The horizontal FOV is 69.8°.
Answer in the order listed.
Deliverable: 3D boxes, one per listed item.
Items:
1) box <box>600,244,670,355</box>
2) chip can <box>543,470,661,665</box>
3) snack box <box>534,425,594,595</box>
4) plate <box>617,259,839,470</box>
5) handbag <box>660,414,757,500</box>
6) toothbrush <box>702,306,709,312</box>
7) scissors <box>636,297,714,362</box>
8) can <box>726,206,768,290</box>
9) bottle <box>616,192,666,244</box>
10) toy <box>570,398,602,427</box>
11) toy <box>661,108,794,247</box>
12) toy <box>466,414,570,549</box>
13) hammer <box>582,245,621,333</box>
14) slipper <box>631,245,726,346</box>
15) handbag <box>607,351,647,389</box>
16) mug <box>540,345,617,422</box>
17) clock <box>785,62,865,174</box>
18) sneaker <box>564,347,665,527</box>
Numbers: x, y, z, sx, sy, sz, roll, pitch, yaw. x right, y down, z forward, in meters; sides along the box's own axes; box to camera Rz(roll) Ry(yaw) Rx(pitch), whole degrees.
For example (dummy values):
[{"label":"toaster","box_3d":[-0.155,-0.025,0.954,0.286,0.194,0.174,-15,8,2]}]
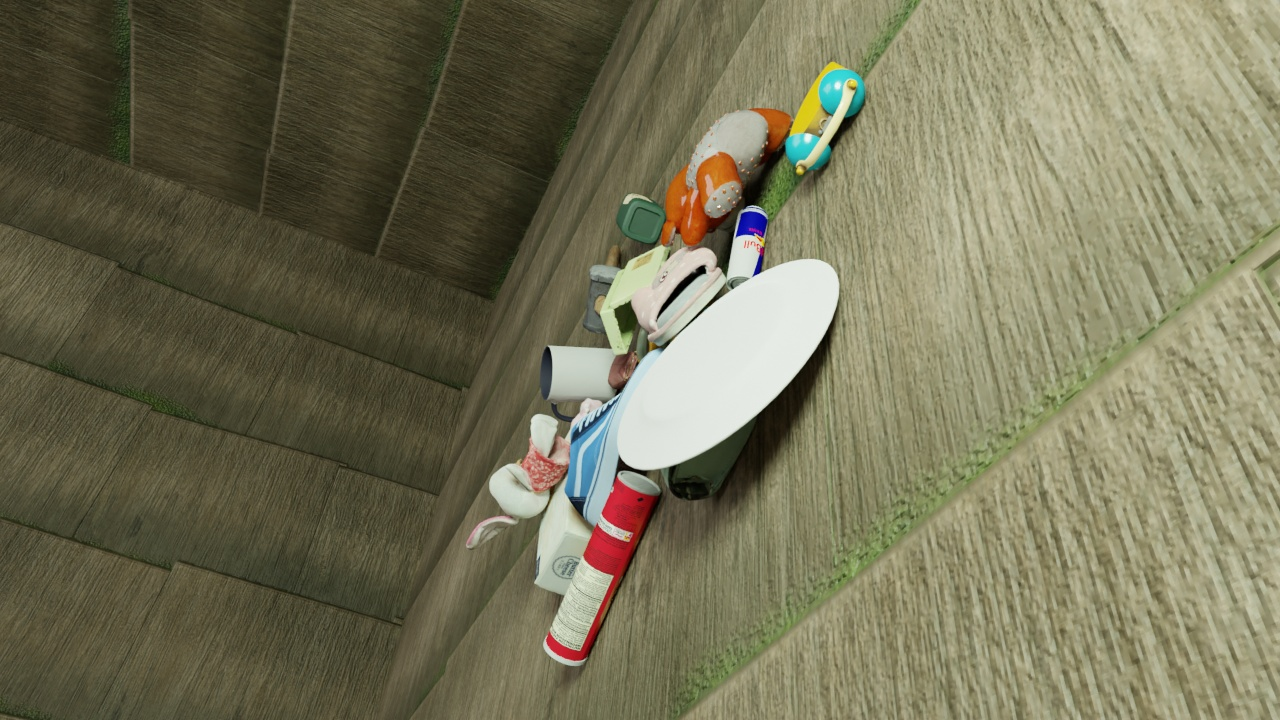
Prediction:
[{"label":"box","box_3d":[-0.013,-0.092,1.254,0.128,0.066,0.187,-60,6,25]},{"label":"chip can","box_3d":[-0.042,0.226,0.998,0.051,0.051,0.215,-121,53,-72]},{"label":"snack box","box_3d":[-0.088,0.193,1.201,0.207,0.057,0.104,-92,27,-56]},{"label":"plate","box_3d":[0.066,-0.005,0.790,0.243,0.016,0.242,-39,20,17]},{"label":"handbag","box_3d":[0.050,0.059,0.859,0.121,0.067,0.106,-114,45,-70]},{"label":"toothbrush","box_3d":[0.056,0.011,1.002,0.022,0.016,0.154,-18,53,61]},{"label":"scissors","box_3d":[0.025,0.000,1.111,0.226,0.016,0.229,-62,20,20]},{"label":"can","box_3d":[0.110,-0.114,0.941,0.032,0.032,0.095,133,153,-57]},{"label":"bottle","box_3d":[-0.003,-0.230,1.459,0.131,0.061,0.061,-113,43,-70]},{"label":"toy","box_3d":[-0.079,0.106,1.304,0.063,0.047,0.110,-33,-27,-58]},{"label":"toy","box_3d":[0.086,-0.191,1.004,0.163,0.093,0.173,-55,6,-27]},{"label":"toy","box_3d":[-0.151,0.158,1.200,0.158,0.084,0.195,-39,-19,-57]},{"label":"hammer","box_3d":[-0.051,-0.139,1.498,0.327,0.052,0.098,-84,2,-68]},{"label":"slipper","box_3d":[0.037,-0.080,1.022,0.114,0.054,0.274,-46,8,6]},{"label":"handbag","box_3d":[-0.007,0.007,1.233,0.120,0.029,0.055,-17,52,66]},{"label":"mug","box_3d":[-0.091,0.036,1.327,0.078,0.096,0.112,-139,54,-67]},{"label":"clock","box_3d":[0.172,-0.231,0.862,0.129,0.043,0.099,-79,15,-57]},{"label":"sneaker","box_3d":[-0.038,0.076,1.023,0.083,0.098,0.242,-20,-41,-48]}]
